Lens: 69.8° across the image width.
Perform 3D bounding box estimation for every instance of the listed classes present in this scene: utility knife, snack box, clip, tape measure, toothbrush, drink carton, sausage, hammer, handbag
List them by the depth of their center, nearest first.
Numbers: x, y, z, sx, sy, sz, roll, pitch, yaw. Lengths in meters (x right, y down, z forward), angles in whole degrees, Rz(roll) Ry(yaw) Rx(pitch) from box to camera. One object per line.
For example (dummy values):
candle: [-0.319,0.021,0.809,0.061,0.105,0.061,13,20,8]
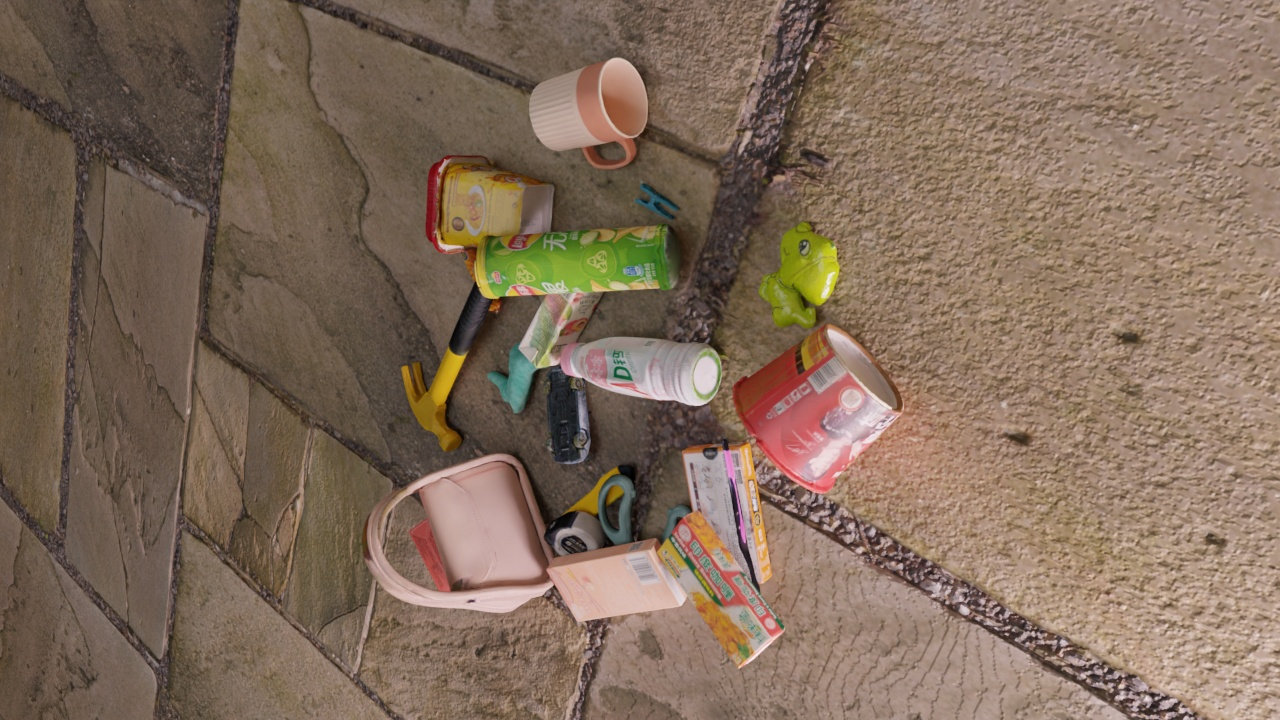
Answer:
toothbrush: [0.104,0.176,0.979,0.018,0.014,0.189,-7,95,45]
snack box: [0.084,0.246,0.990,0.155,0.027,0.077,52,137,23]
clip: [0.018,-0.174,1.009,0.057,0.014,0.047,37,116,24]
snack box: [0.095,0.168,1.010,0.075,0.026,0.154,-7,95,36]
drink carton: [-0.095,-0.051,1.090,0.045,0.053,0.123,45,121,23]
snack box: [-0.030,0.263,1.093,0.158,0.026,0.084,-18,108,33]
handbag: [-0.226,0.217,1.115,0.094,0.233,0.193,-40,65,34]
tape measure: [-0.076,0.218,1.126,0.066,0.033,0.066,-31,109,35]
utility knife: [-0.074,0.187,1.143,0.217,0.015,0.033,-41,71,34]
sausage: [-0.218,-0.133,1.183,0.022,0.021,0.165,-33,79,35]
hammer: [-0.237,-0.018,1.195,0.129,0.032,0.302,48,129,20]
snack box: [-0.228,0.253,1.207,0.044,0.127,0.113,-36,78,19]

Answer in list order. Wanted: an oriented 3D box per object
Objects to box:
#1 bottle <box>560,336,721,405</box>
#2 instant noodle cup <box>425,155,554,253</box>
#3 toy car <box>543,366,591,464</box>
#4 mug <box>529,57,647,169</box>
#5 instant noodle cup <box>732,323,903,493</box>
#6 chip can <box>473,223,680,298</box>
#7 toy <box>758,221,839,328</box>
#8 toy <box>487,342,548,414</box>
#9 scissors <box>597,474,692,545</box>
bottle: [-0.006,0.006,1.030,0.197,0.068,0.068,7,103,38]
instant noodle cup: [-0.176,-0.181,1.095,0.124,0.116,0.116,13,107,22]
toy car: [-0.087,0.066,1.119,0.054,0.036,0.120,-12,82,37]
mug: [-0.052,-0.265,1.010,0.106,0.081,0.114,-2,127,38]
instant noodle cup: [0.173,0.041,0.868,0.109,0.137,0.138,-44,73,24]
chip can: [-0.067,-0.108,1.003,0.221,0.072,0.072,-2,98,13]
toy: [0.161,-0.082,0.913,0.100,0.031,0.096,-32,79,40]
toy: [-0.158,0.020,1.165,0.096,0.030,0.092,30,113,34]
scissors: [-0.010,0.208,1.091,0.171,0.019,0.177,41,125,11]
